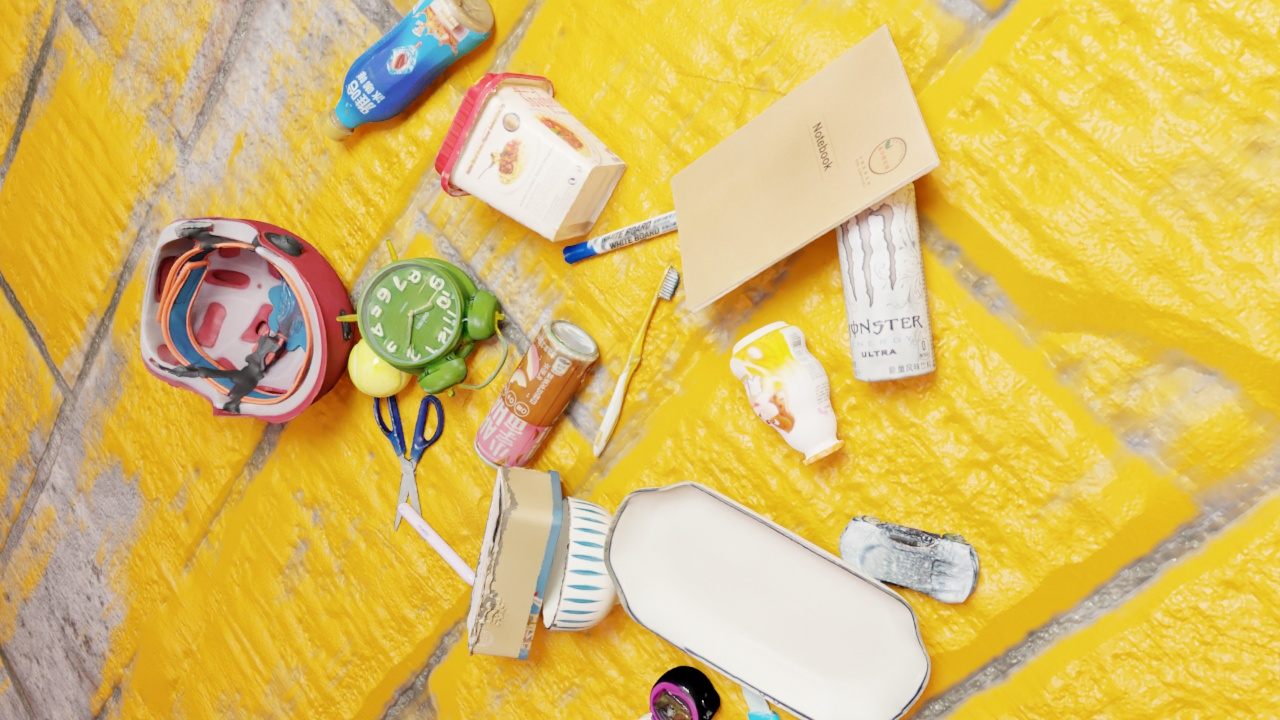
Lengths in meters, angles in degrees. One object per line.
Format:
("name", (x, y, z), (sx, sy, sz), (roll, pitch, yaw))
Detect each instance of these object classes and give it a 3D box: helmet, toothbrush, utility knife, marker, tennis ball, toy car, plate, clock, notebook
("helmet", (-0.390, -0.047, 0.970), (0.240, 0.143, 0.207), (26, 111, 13))
("toothbrush", (-0.187, 0.212, 0.940), (0.189, 0.021, 0.029), (41, 92, 19))
("toothbrush", (-0.005, 0.005, 0.807), (0.018, 0.016, 0.192), (28, 110, 17))
("utility knife", (0.120, 0.342, 0.771), (0.034, 0.018, 0.187), (-28, 80, 32))
("marker", (-0.006, -0.109, 0.791), (0.146, 0.016, 0.017), (-13, 89, 33))
("tennis ball", (-0.266, 0.005, 0.940), (0.066, 0.065, 0.065), (5, 99, 31))
("toy car", (0.198, 0.149, 0.689), (0.106, 0.031, 0.049), (8, 100, 32))
("plate", (0.096, 0.187, 0.720), (0.266, 0.034, 0.162), (27, 124, 13))
("clock", (-0.199, -0.034, 0.878), (0.161, 0.056, 0.116), (33, 92, 6))
("notebook", (0.108, -0.139, 0.677), (0.208, 0.008, 0.147), (-31, 48, 32))

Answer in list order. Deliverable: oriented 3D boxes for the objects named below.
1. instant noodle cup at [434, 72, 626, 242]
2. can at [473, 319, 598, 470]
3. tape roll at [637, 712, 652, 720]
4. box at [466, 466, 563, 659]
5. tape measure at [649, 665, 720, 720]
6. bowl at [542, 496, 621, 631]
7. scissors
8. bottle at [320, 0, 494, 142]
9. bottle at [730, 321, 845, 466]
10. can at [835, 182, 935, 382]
("instant noodle cup", (-0.090, -0.170, 0.787), (0.124, 0.116, 0.117), (36, 114, 10))
("can", (-0.097, 0.034, 0.842), (0.058, 0.057, 0.148), (44, 117, 20))
("tape roll", (0.022, 0.365, 0.837), (0.086, 0.013, 0.086), (5, 99, 32))
("box", (-0.115, 0.180, 0.841), (0.061, 0.089, 0.185), (12, 114, -14))
("tape measure", (0.037, 0.300, 0.804), (0.058, 0.039, 0.057), (39, 115, 22))
("bowl", (-0.044, 0.182, 0.811), (0.066, 0.116, 0.116), (10, 106, -12))
("scissors", (-0.250, 0.101, 0.975), (0.160, 0.012, 0.164), (47, 119, 16))
("bottle", (-0.234, -0.279, 0.883), (0.219, 0.065, 0.065), (-29, 81, 32))
("bottle", (0.116, 0.026, 0.704), (0.063, 0.063, 0.108), (-34, 78, 30))
("can", (0.174, -0.060, 0.660), (0.058, 0.058, 0.146), (-6, 93, 32))
